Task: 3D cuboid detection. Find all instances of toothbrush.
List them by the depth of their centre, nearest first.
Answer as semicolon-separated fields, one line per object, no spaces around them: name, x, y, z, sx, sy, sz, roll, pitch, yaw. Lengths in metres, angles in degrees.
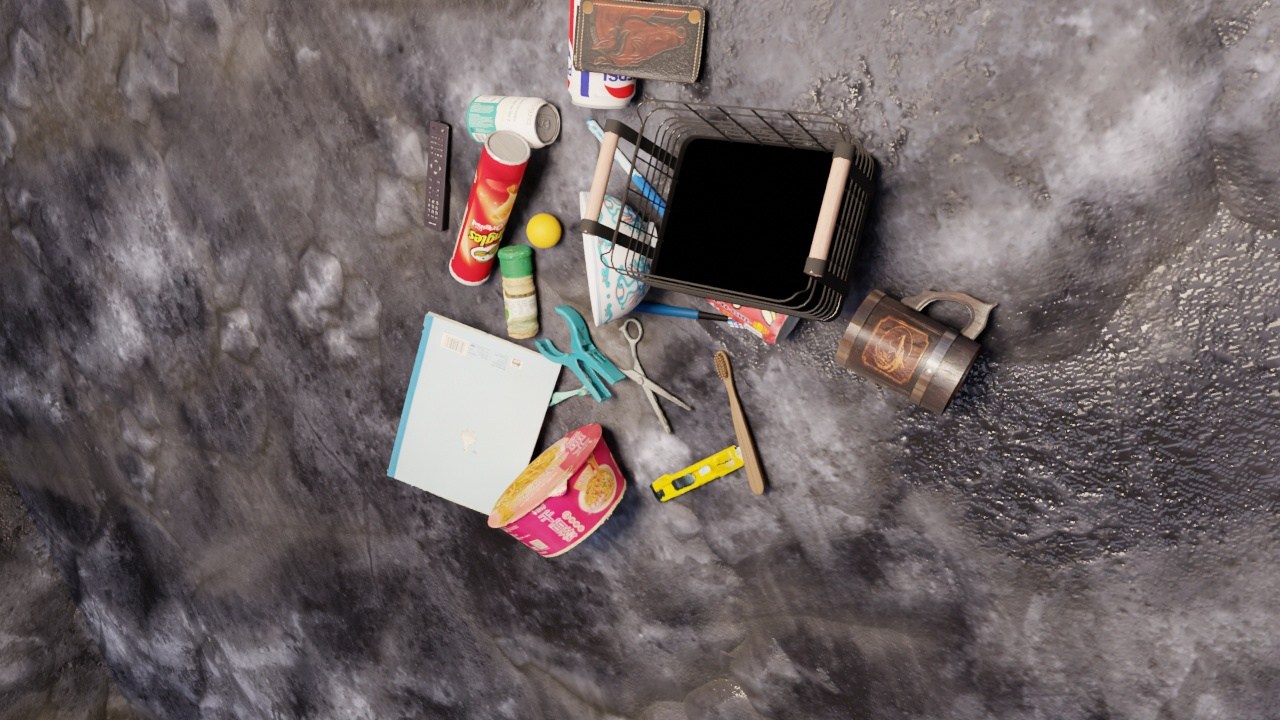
toothbrush;0.109;0.069;1.013;0.016;0.016;0.167;-13;97;32
toothbrush;0.048;-0.053;1.016;0.168;0.014;0.014;10;103;31
toothbrush;-0.110;0.048;1.165;0.135;0.017;0.022;-14;96;38

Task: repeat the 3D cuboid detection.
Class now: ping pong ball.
ping pong ball;-0.112;-0.151;1.070;0.040;0.040;0.040;14;116;30

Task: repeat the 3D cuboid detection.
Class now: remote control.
remote control;-0.253;-0.231;1.153;0.032;0.015;0.137;23;118;26

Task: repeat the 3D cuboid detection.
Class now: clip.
clip;-0.086;0.002;1.112;0.121;0.031;0.130;-29;84;34

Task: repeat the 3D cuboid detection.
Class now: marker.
marker;-0.013;-0.208;0.995;0.142;0.013;0.013;51;128;8

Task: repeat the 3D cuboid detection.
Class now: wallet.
wallet;-0.002;-0.311;0.889;0.123;0.019;0.072;1;111;-13

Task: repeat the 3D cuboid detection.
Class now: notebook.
notebook;-0.220;0.078;1.188;0.181;0.009;0.254;21;115;1

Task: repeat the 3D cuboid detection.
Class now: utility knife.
utility knife;0.070;0.130;1.075;0.165;0.017;0.030;-32;94;35

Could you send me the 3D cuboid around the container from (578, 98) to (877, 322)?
container;0.086;-0.139;0.843;0.242;0.130;0.163;14;91;30

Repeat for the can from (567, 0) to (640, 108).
can;-0.037;-0.327;0.927;0.070;0.070;0.132;18;118;28

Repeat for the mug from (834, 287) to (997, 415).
mug;0.256;-0.023;0.850;0.107;0.080;0.116;30;97;20

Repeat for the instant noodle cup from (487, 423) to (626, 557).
instant noodle cup;-0.092;0.164;1.114;0.179;0.178;0.077;-30;106;39

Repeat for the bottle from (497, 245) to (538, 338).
bottle;-0.148;-0.084;1.124;0.043;0.043;0.111;10;115;32

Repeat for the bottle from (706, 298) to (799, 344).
bottle;0.099;-0.076;0.940;0.137;0.061;0.062;34;125;18

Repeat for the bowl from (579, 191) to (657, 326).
bowl;-0.019;-0.112;0.985;0.074;0.144;0.144;-7;109;-5

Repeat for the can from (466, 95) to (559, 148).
can;-0.145;-0.270;1.035;0.102;0.054;0.055;12;115;31

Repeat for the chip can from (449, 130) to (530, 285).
chip can;-0.178;-0.172;1.067;0.052;0.051;0.215;46;142;11

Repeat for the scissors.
scissors;-0.012;0.020;1.088;0.162;0.014;0.141;-2;104;36
